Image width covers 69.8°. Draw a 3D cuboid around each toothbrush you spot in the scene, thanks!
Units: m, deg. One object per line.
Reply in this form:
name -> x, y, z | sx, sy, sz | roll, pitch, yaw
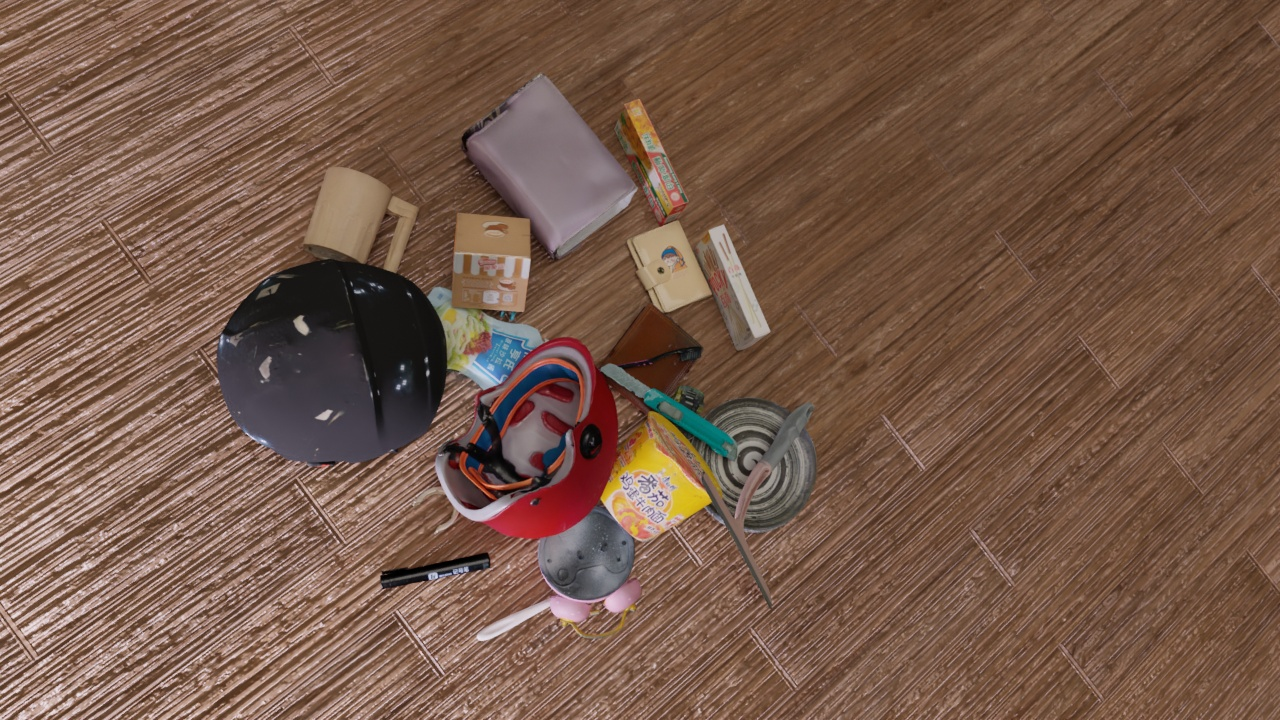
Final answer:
toothbrush -> -0.119, 0.303, 1.139 | 0.180, 0.016, 0.016 | -24, 70, -13
toothbrush -> -0.007, 0.007, 1.188 | 0.189, 0.014, 0.018 | -13, 98, -16

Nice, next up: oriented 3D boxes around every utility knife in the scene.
utility knife -> 0.041, 0.065, 1.176 | 0.216, 0.013, 0.029 | 33, 87, -11

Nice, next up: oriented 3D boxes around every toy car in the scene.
toy car -> 0.052, 0.078, 1.204 | 0.043, 0.036, 0.091 | 22, 85, -13

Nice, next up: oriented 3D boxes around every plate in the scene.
plate -> 0.147, 0.139, 1.220 | 0.179, 0.024, 0.179 | 3, 77, -12

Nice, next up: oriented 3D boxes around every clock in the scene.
clock -> -0.062, 0.257, 1.119 | 0.117, 0.060, 0.158 | -12, 66, -9

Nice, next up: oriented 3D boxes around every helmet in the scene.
helmet -> -0.110, 0.106, 1.088 | 0.144, 0.207, 0.239 | 48, 66, -38
helmet -> -0.362, 0.001, 1.048 | 0.275, 0.230, 0.233 | -18, 81, 5

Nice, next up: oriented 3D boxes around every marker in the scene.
marker -> -0.249, 0.256, 1.118 | 0.132, 0.020, 0.022 | -9, 52, -12

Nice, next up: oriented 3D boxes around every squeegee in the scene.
squeegee -> 0.162, 0.143, 1.171 | 0.248, 0.040, 0.248 | -55, 131, -34

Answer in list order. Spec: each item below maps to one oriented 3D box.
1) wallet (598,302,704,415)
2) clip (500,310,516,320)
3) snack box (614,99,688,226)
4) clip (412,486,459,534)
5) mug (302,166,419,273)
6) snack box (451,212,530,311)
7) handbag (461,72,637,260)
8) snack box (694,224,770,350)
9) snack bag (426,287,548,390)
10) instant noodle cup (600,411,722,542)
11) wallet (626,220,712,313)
wallet -> 0.014, 0.001, 1.216 | 0.101, 0.032, 0.124 | 38, 75, -5
clip -> -0.167, -0.074, 1.192 | 0.043, 0.014, 0.056 | 17, 49, -9
snack box -> 0.014, -0.267, 1.244 | 0.027, 0.077, 0.155 | -24, 85, -15
clip -> -0.226, 0.179, 1.132 | 0.103, 0.035, 0.092 | -12, 77, -21
mug -> -0.351, -0.169, 1.157 | 0.124, 0.084, 0.103 | 24, 75, -34
snack box -> -0.188, -0.123, 1.154 | 0.092, 0.095, 0.077 | 4, 48, -11
handbag -> -0.121, -0.248, 1.202 | 0.144, 0.099, 0.197 | -39, 90, -18
snack box -> 0.121, -0.096, 1.228 | 0.026, 0.085, 0.156 | -22, 84, -13
snack bag -> -0.199, -0.012, 1.173 | 0.191, 0.039, 0.110 | 25, 64, -7
instant noodle cup -> 0.016, 0.148, 1.129 | 0.110, 0.138, 0.138 | -40, 89, 10
wallet -> 0.037, -0.126, 1.250 | 0.087, 0.024, 0.115 | -23, 85, -14
